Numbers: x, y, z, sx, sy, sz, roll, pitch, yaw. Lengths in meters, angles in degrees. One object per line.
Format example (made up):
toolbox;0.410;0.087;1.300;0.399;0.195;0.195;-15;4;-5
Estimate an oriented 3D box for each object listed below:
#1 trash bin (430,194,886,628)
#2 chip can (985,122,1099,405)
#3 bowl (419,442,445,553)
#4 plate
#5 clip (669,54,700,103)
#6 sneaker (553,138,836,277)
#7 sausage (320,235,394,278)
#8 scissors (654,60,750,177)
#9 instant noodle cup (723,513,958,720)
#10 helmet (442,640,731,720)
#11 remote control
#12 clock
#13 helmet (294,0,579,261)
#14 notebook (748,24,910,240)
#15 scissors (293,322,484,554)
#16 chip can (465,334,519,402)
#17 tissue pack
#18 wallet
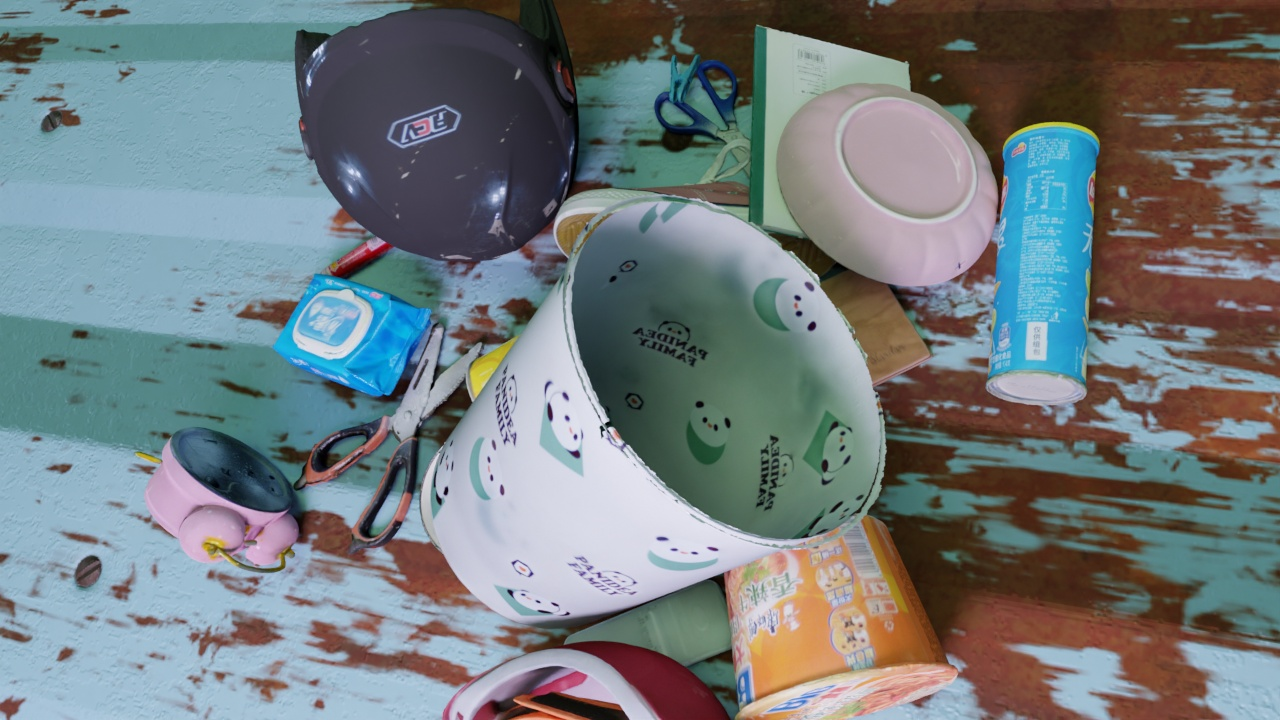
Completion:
trash bin;-0.009;0.057;0.613;0.253;0.229;0.229;-42;56;44
chip can;0.312;-0.075;0.710;0.071;0.071;0.210;5;73;18
bowl;-0.117;0.116;0.765;0.116;0.066;0.116;-5;70;15
plate;0.207;-0.152;0.740;0.192;0.039;0.192;5;66;-11
clip;0.039;-0.270;0.877;0.037;0.013;0.055;7;68;22
sneaker;0.048;-0.120;0.782;0.241;0.118;0.087;2;49;-4
sausage;-0.260;-0.117;0.917;0.156;0.020;0.020;-31;65;3
scissors;0.087;-0.220;0.859;0.170;0.012;0.144;19;77;21
instant noodle cup;0.127;0.179;0.634;0.151;0.151;0.111;-17;59;9
helmet;-0.013;0.304;0.626;0.207;0.143;0.240;-9;87;27
remote control;0.008;0.219;0.716;0.136;0.020;0.055;-24;65;7
clock;-0.364;0.129;0.806;0.158;0.117;0.060;40;95;27
helmet;-0.165;-0.199;0.788;0.233;0.274;0.230;-14;95;3
notebook;0.164;-0.187;0.775;0.150;0.012;0.208;10;64;-11
scissors;-0.228;0.070;0.841;0.224;0.015;0.188;-21;66;8
chip can;-0.043;-0.017;0.761;0.214;0.072;0.072;-27;65;20
tissue pack;-0.272;-0.026;0.860;0.157;0.052;0.094;17;73;30
wallet;0.166;-0.020;0.760;0.115;0.020;0.101;-27;67;2
